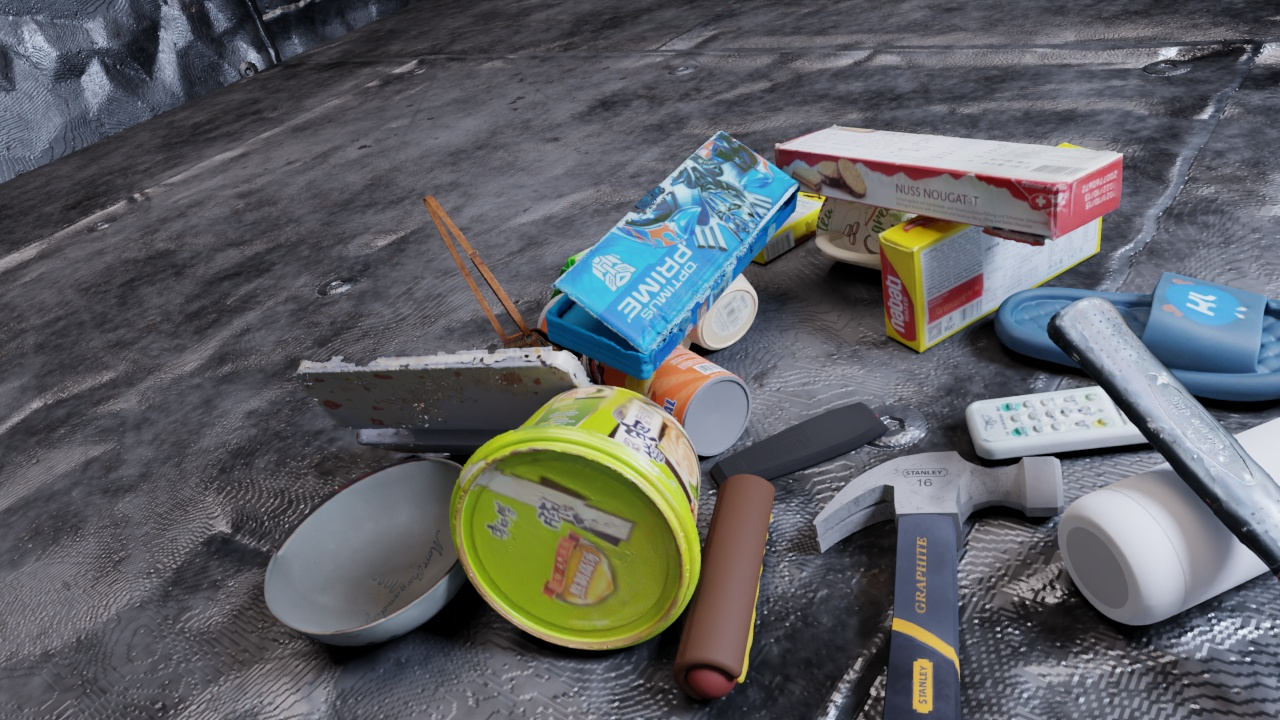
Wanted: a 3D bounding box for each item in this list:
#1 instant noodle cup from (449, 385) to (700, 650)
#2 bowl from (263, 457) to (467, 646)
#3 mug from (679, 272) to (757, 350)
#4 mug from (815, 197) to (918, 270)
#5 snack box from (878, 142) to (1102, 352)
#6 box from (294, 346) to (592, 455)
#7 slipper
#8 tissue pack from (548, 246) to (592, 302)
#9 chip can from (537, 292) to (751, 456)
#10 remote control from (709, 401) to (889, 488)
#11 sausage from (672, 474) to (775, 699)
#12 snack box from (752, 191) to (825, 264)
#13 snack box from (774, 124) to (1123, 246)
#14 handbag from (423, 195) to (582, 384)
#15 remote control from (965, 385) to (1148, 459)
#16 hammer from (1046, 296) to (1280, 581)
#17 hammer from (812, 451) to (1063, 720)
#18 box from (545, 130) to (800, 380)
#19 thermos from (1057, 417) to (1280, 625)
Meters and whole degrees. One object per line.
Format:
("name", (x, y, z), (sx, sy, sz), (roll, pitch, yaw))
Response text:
("instant noodle cup", (-0.029, 0.086, 0.544), (0.146, 0.146, 0.097), (-4, 24, 18))
("bowl", (-0.163, 0.133, 0.598), (0.151, 0.057, 0.150), (-14, 34, 10))
("mug", (0.035, -0.049, 0.784), (0.111, 0.085, 0.104), (-48, 49, 1))
("mug", (0.202, -0.108, 0.789), (0.121, 0.081, 0.097), (-21, 36, -39))
("snack box", (0.279, -0.092, 0.722), (0.200, 0.092, 0.042), (-27, 34, -17))
("box", (-0.119, 0.035, 0.655), (0.217, 0.157, 0.063), (-1, 58, 21))
("slipper", (0.354, -0.028, 0.627), (0.214, 0.059, 0.103), (11, 39, 38))
("tissue pack", (-0.027, -0.085, 0.844), (0.113, 0.034, 0.100), (-30, -8, -20))
("chip can", (-0.004, 0.004, 0.724), (0.062, 0.062, 0.210), (-31, 35, -23))
("remote control", (0.109, 0.060, 0.639), (0.124, 0.010, 0.039), (-21, 33, -7))
("sausage", (0.052, 0.128, 0.536), (0.040, 0.040, 0.155), (-3, 34, 19))
("snack box", (0.155, -0.145, 0.918), (0.148, 0.026, 0.061), (-31, 35, -24))
("snack box", (0.217, -0.140, 0.699), (0.076, 0.044, 0.273), (-24, 28, -26))
("handbag", (-0.108, -0.047, 0.723), (0.043, 0.196, 0.094), (-35, 9, -17))
("remote control", (0.280, 0.040, 0.586), (0.133, 0.022, 0.050), (-8, 33, 12))
("hammer", (0.301, 0.086, 0.404), (0.140, 0.036, 0.325), (-20, 52, -8))
("hammer", (0.147, 0.159, 0.454), (0.139, 0.035, 0.311), (-4, 34, 21))
("box", (0.032, -0.091, 0.710), (0.091, 0.066, 0.242), (23, 50, 24))
("thermos", (0.342, 0.075, 0.469), (0.229, 0.069, 0.101), (-20, 41, -9))
